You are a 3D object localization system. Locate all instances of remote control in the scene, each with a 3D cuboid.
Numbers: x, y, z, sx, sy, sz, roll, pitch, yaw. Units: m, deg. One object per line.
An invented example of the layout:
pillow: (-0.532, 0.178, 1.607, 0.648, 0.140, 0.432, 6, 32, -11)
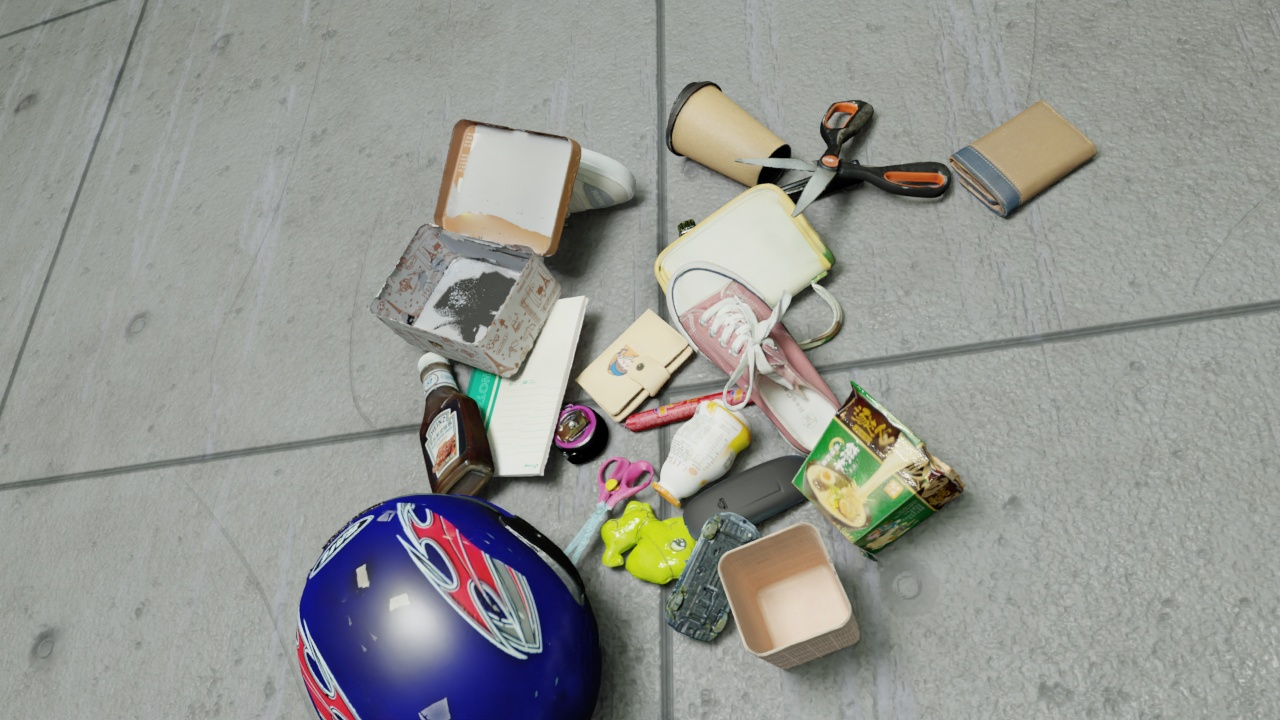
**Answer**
remote control: (0.104, 0.128, 0.867, 0.136, 0.024, 0.053, -24, 58, -6)

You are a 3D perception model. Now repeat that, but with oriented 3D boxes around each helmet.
helmet: (-0.181, 0.232, 0.811, 0.247, 0.240, 0.315, -44, 57, -7)

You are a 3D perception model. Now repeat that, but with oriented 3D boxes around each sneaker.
sneaker: (0.110, -0.011, 0.881, 0.118, 0.088, 0.241, -38, 73, -1)
sneaker: (-0.125, -0.197, 1.102, 0.243, 0.089, 0.090, 5, 68, 24)

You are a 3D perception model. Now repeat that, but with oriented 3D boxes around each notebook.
notebook: (-0.139, 0.029, 1.013, 0.151, 0.012, 0.208, -6, 61, 36)

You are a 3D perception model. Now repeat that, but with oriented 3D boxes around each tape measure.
tape measure: (-0.065, 0.076, 0.964, 0.058, 0.039, 0.057, -40, 57, -2)

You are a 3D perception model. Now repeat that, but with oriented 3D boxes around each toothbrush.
toothbrush: (0.142, -0.177, 1.025, 0.213, 0.026, 0.027, -17, 71, 13)

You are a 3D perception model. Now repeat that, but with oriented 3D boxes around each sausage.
sausage: (0.053, 0.049, 0.945, 0.156, 0.020, 0.020, -14, 60, 13)

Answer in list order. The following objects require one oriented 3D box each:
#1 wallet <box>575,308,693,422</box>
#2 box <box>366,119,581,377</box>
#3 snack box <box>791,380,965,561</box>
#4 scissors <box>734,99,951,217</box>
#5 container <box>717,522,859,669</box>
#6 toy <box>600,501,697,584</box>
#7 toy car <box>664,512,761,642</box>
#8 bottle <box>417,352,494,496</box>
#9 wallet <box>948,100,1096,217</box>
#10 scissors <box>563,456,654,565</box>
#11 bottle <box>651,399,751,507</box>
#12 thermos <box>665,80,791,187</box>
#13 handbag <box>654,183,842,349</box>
wallet: (-0.006, 0.006, 0.985, 0.115, 0.024, 0.087, -43, 53, -6)
box: (-0.172, -0.133, 1.028, 0.179, 0.110, 0.259, 16, 72, 30)
snack box: (0.202, 0.102, 0.811, 0.105, 0.118, 0.117, -46, 57, 5)
scissors: (0.218, -0.216, 0.976, 0.234, 0.022, 0.220, 11, 49, 4)
container: (0.130, 0.206, 0.778, 0.090, 0.111, 0.090, -24, 58, 8)
toy: (0.010, 0.179, 0.887, 0.096, 0.031, 0.100, -38, 52, -3)
toy car: (0.065, 0.196, 0.837, 0.054, 0.037, 0.120, 26, 88, -6)
bottle: (-0.212, 0.066, 1.010, 0.080, 0.044, 0.194, -45, 44, 20)
wallet: (0.390, -0.209, 0.942, 0.115, 0.033, 0.090, -34, 60, 0)
scissors: (-0.032, 0.149, 0.906, 0.073, 0.017, 0.137, 1, 46, 34)
bottle: (0.058, 0.091, 0.894, 0.063, 0.063, 0.108, 35, 79, 32)
thermos: (0.098, -0.254, 1.049, 0.143, 0.093, 0.093, 38, 81, 24)
handbag: (0.124, -0.075, 0.967, 0.163, 0.063, 0.178, -35, 72, 1)
